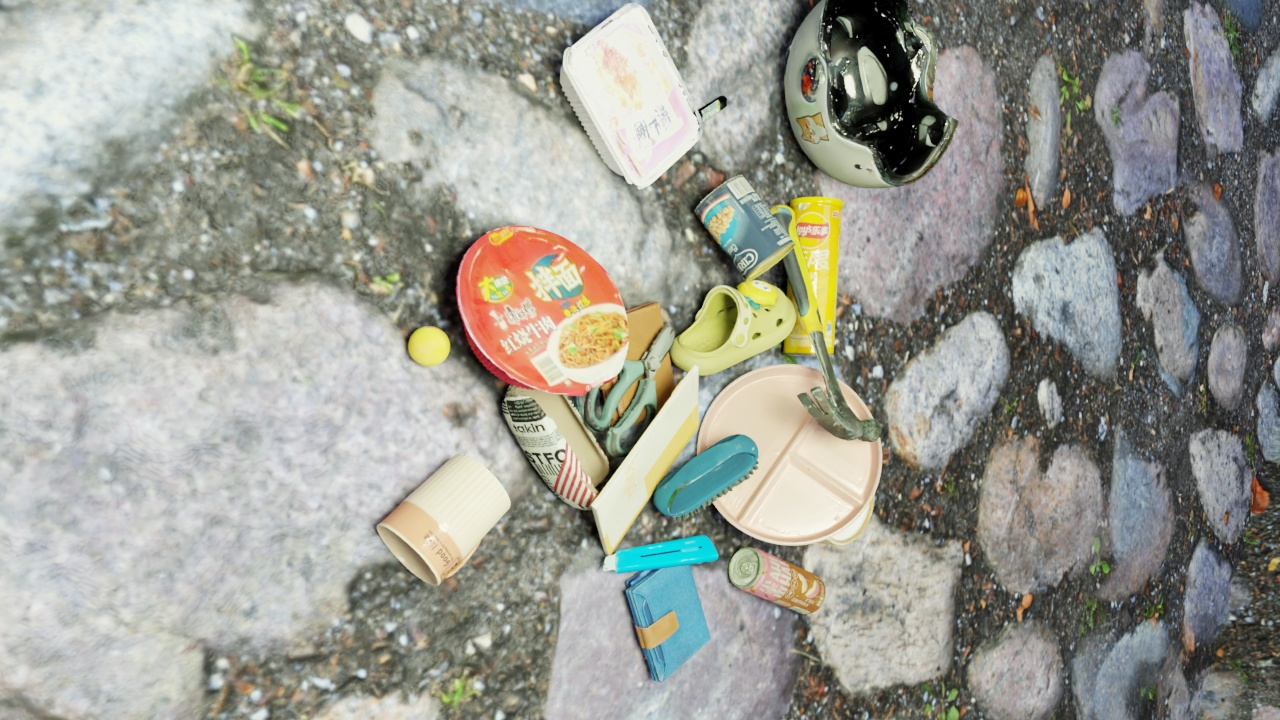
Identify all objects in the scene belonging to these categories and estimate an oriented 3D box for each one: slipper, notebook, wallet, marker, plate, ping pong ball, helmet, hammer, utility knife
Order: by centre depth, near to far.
[{"bbox_3d":[-0.209,-0.014,0.907,0.040,0.040,0.040,-2,94,-39],"label":"ping pong ball"},{"bbox_3d":[0.011,0.118,1.063,0.205,0.010,0.146,-53,158,-25],"label":"notebook"},{"bbox_3d":[-0.006,0.006,1.080,0.107,0.031,0.132,-22,106,-40],"label":"wallet"},{"bbox_3d":[0.023,0.234,1.100,0.159,0.018,0.034,-2,65,-32],"label":"utility knife"},{"bbox_3d":[0.035,0.311,1.127,0.106,0.040,0.133,-28,108,-39],"label":"wallet"},{"bbox_3d":[0.117,-0.050,1.131,0.190,0.092,0.082,-31,138,-30],"label":"slipper"},{"bbox_3d":[0.069,-0.300,1.139,0.123,0.015,0.018,-41,117,-34],"label":"marker"},{"bbox_3d":[0.213,-0.054,1.145,0.126,0.032,0.322,13,56,-46],"label":"hammer"},{"bbox_3d":[0.186,0.118,1.156,0.028,0.229,0.229,75,33,-75],"label":"plate"},{"bbox_3d":[0.281,-0.352,1.218,0.229,0.157,0.274,-29,99,-33],"label":"helmet"}]

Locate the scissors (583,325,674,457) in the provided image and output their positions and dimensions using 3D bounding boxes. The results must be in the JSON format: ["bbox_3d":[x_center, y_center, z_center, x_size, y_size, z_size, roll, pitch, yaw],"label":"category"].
[{"bbox_3d":[0.006,0.041,1.061,0.184,0.019,0.130,-38,119,-36],"label":"scissors"}]

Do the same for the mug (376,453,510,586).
[{"bbox_3d":[-0.190,0.166,0.915,0.105,0.082,0.115,-46,145,-30],"label":"mug"}]

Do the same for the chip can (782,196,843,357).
[{"bbox_3d":[0.234,-0.111,1.245,0.072,0.072,0.213,2,91,-39],"label":"chip can"}]

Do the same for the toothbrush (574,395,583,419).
[{"bbox_3d":[-0.084,-0.012,1.026,0.018,0.016,0.192,-14,101,-27],"label":"toothbrush"}]

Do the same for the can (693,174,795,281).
[{"bbox_3d":[0.127,-0.163,1.126,0.075,0.075,0.111,-32,82,-34],"label":"can"}]

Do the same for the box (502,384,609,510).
[{"bbox_3d":[-0.087,0.083,0.999,0.163,0.076,0.087,57,45,-26],"label":"box"}]

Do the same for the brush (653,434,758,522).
[{"bbox_3d":[0.079,0.137,1.106,0.144,0.055,0.073,-33,150,-4],"label":"brush"}]

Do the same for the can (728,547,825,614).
[{"bbox_3d":[0.186,0.297,1.235,0.147,0.058,0.057,30,74,-37],"label":"can"}]

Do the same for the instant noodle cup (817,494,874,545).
[{"bbox_3d":[0.234,0.179,1.234,0.151,0.112,0.151,-2,94,-40],"label":"instant noodle cup"}]

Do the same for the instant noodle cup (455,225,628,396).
[{"bbox_3d":[-0.108,-0.040,0.941,0.193,0.066,0.193,18,54,-27],"label":"instant noodle cup"}]

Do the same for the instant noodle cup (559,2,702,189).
[{"bbox_3d":[-0.018,-0.295,1.037,0.137,0.060,0.173,-46,120,-28],"label":"instant noodle cup"}]
